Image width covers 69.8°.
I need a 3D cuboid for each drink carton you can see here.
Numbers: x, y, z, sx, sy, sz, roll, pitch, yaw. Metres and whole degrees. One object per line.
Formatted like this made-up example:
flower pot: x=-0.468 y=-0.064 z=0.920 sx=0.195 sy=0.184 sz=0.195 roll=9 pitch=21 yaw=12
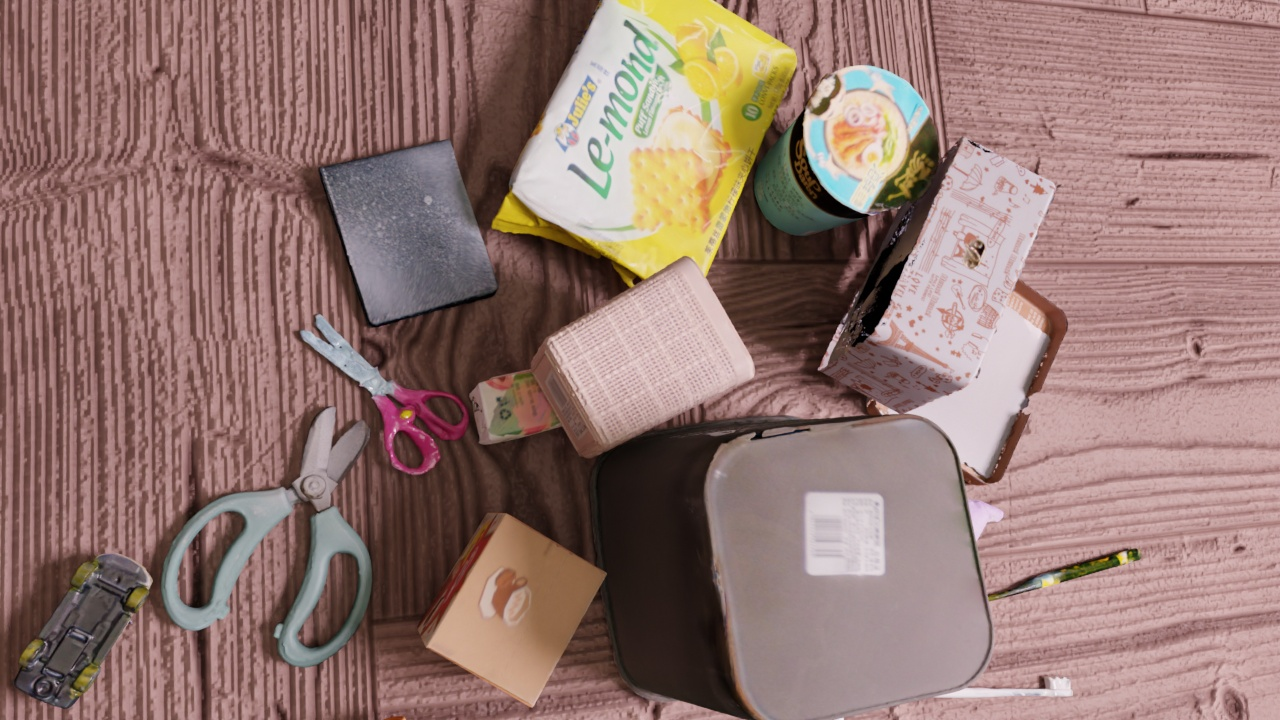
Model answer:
drink carton: x=-0.056 y=0.025 z=0.651 sx=0.122 sy=0.054 sz=0.045 roll=-13 pitch=85 yaw=-19

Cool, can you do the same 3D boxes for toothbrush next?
toothbrush: x=0.346 y=0.180 z=0.773 sx=0.185 sy=0.012 sz=0.017 roll=-9 pitch=74 yaw=-18
toothbrush: x=0.271 y=0.262 z=0.736 sx=0.180 sy=0.016 sz=0.016 roll=5 pitch=73 yaw=-17

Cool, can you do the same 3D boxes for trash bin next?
trash bin: x=0.087 y=0.124 z=0.587 sx=0.199 sy=0.220 sz=0.198 roll=-7 pitch=81 yaw=-14

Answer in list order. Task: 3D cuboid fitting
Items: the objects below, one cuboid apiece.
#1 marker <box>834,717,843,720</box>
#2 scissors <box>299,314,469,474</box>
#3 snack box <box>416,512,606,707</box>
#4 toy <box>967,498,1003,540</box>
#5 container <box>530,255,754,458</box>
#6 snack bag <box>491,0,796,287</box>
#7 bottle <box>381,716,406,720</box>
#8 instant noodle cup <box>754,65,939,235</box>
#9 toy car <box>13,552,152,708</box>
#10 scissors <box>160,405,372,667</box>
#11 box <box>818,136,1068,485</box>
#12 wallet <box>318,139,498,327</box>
marker: x=0.147 y=0.284 z=0.694 sx=0.022 sy=0.018 sz=0.130 roll=4 pitch=80 yaw=-25
scissors: x=-0.176 y=0.013 z=0.638 sx=0.072 sy=0.017 sz=0.137 roll=-41 pitch=89 yaw=-27
snack box: x=-0.087 y=0.158 z=0.601 sx=0.077 sy=0.094 sz=0.092 roll=33 pitch=74 yaw=-9
toy: x=0.230 y=0.145 z=0.729 sx=0.084 sy=0.039 sz=0.108 roll=31 pitch=79 yaw=4
container: x=-0.004 y=0.003 z=0.597 sx=0.110 sy=0.090 sz=0.090 roll=-29 pitch=87 yaw=-18
snack bag: x=0.008 y=-0.170 z=0.692 sx=0.158 sy=0.068 sz=0.246 roll=27 pitch=75 yaw=-12
bottle: x=-0.151 y=0.284 z=0.579 sx=0.063 sy=0.063 sz=0.108 roll=-16 pitch=86 yaw=-19
instant noodle cup: x=0.146 y=-0.150 z=0.703 sx=0.111 sy=0.121 sz=0.111 roll=2 pitch=82 yaw=-18
toy car: x=-0.335 y=0.161 z=0.556 sx=0.042 sy=0.035 sz=0.090 roll=30 pitch=74 yaw=-12
scissors: x=-0.216 y=0.119 z=0.609 sx=0.161 sy=0.019 sz=0.178 roll=40 pitch=71 yaw=-7
box: x=0.260 y=-0.030 z=0.700 sx=0.217 sy=0.158 sz=0.180 roll=33 pitch=74 yaw=-9
wallet: x=-0.164 y=-0.092 z=0.655 sx=0.097 sy=0.019 sz=0.121 roll=-18 pitch=89 yaw=-19
